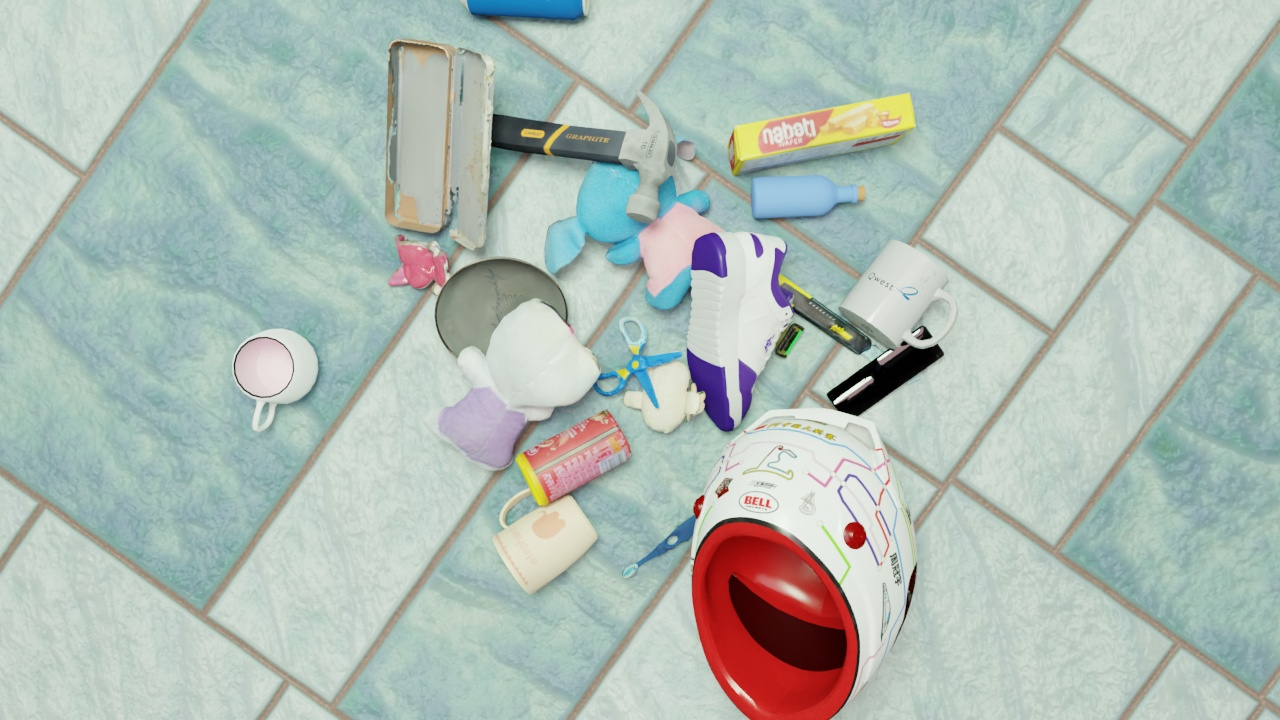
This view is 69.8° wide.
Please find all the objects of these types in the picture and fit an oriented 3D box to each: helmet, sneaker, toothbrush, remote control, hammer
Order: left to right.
[{"bbox_3d":[-0.106,-0.244,1.037,0.313,0.035,0.139,12,83,24],"label":"hammer"},{"bbox_3d":[0.031,0.222,1.106,0.132,0.016,0.021,-37,92,2],"label":"toothbrush"},{"bbox_3d":[0.122,-0.038,1.052,0.111,0.092,0.245,-15,122,-21],"label":"sneaker"},{"bbox_3d":[0.181,0.210,0.996,0.231,0.235,0.315,5,113,32],"label":"helmet"},{"bbox_3d":[0.290,0.017,1.086,0.140,0.021,0.045,-37,100,7],"label":"remote control"}]

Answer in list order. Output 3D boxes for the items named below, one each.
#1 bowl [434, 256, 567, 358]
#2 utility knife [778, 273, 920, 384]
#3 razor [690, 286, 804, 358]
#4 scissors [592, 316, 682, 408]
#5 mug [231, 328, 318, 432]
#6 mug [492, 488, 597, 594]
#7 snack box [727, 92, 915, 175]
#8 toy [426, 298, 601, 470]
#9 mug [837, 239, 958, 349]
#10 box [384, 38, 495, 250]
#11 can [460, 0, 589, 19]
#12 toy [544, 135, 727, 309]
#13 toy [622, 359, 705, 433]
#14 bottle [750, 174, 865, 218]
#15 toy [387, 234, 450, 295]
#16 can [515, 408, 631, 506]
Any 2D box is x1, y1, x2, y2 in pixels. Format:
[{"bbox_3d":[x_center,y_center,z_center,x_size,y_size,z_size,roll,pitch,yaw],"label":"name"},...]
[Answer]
[{"bbox_3d":[-0.163,-0.062,1.074,0.150,0.056,0.151,-4,118,-9],"label":"bowl"},{"bbox_3d":[0.236,-0.039,1.097,0.233,0.020,0.029,34,94,-2],"label":"utility knife"},{"bbox_3d":[0.123,-0.057,1.097,0.144,0.021,0.044,31,103,0],"label":"razor"},{"bbox_3d":[-0.005,0.001,1.086,0.126,0.014,0.130,-13,75,27],"label":"scissors"},{"bbox_3d":[-0.433,0.024,1.084,0.090,0.076,0.124,14,91,1],"label":"mug"},{"bbox_3d":[-0.116,0.201,1.084,0.104,0.085,0.111,-33,61,-7],"label":"mug"},{"bbox_3d":[0.204,-0.259,1.057,0.201,0.092,0.042,-11,91,2],"label":"snack box"},{"bbox_3d":[-0.147,0.033,1.047,0.137,0.085,0.210,38,107,-17],"label":"toy"},{"bbox_3d":[0.304,-0.066,1.053,0.119,0.083,0.096,38,92,28],"label":"mug"},{"bbox_3d":[-0.224,-0.244,1.040,0.157,0.071,0.217,24,118,33],"label":"box"},{"bbox_3d":[-0.134,-0.442,1.069,0.146,0.079,0.079,4,91,1],"label":"can"},{"bbox_3d":[0.003,-0.152,1.060,0.224,0.099,0.191,-42,94,-8],"label":"toy"},{"bbox_3d":[0.033,0.042,1.084,0.112,0.050,0.087,14,90,25],"label":"toy"},{"bbox_3d":[0.198,-0.194,1.079,0.131,0.048,0.048,-2,91,1],"label":"bottle"},{"bbox_3d":[-0.254,-0.113,1.093,0.102,0.050,0.065,15,106,35],"label":"toy"},{"bbox_3d":[-0.077,0.113,1.068,0.124,0.067,0.066,-27,90,-13],"label":"can"}]
